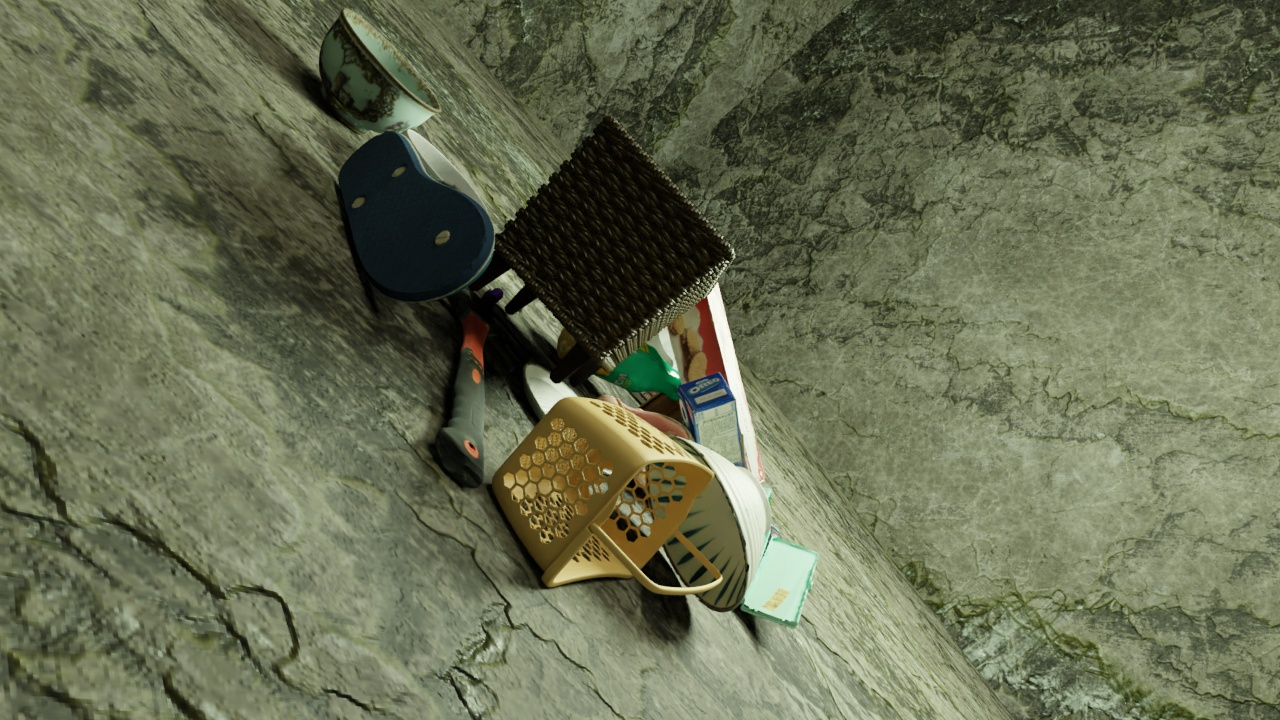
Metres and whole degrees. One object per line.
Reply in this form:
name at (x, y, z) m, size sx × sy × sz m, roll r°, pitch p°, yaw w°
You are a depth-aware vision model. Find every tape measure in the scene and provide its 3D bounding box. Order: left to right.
tape measure at (0.020, 0.041, 1.384) m, size 0.060 × 0.062 × 0.020 m, roll 46°, pitch 10°, yaw -3°

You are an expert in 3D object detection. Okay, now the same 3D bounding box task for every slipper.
slipper at (-0.210, -0.126, 0.851) m, size 0.295 × 0.118 × 0.060 m, roll 49°, pitch -5°, yaw 44°
slipper at (0.018, 0.096, 1.046) m, size 0.197 × 0.081 × 0.093 m, roll 54°, pitch 4°, yaw -40°

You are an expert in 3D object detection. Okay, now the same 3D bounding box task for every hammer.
hammer at (-0.152, 0.012, 0.816) m, size 0.133 × 0.033 × 0.332 m, roll 47°, pitch 11°, yaw -22°

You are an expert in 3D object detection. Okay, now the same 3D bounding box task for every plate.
plate at (-0.076, 0.065, 0.989) m, size 0.157 × 0.014 × 0.156 m, roll 48°, pitch 10°, yaw -11°

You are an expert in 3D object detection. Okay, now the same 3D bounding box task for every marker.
marker at (-0.176, -0.068, 1.049) m, size 0.018 × 0.015 × 0.133 m, roll 21°, pitch 12°, yaw -3°

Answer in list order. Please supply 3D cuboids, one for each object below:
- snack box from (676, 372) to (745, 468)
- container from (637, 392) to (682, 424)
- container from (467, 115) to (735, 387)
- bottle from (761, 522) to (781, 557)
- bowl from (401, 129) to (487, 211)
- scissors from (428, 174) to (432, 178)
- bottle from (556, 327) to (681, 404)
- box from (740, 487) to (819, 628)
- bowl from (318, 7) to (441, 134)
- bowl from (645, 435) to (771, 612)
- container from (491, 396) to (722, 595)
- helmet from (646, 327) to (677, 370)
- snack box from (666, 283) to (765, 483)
snack box at (0.090, 0.121, 1.104) m, size 0.059 × 0.059 × 0.227 m, roll -116°, pitch -168°, yaw -50°
container at (0.050, 0.105, 1.284) m, size 0.114 × 0.063 × 0.061 m, roll 55°, pitch 4°, yaw 28°
container at (-0.046, -0.089, 0.988) m, size 0.176 × 0.205 × 0.321 m, roll 48°, pitch -2°, yaw 2°
bottle at (0.166, 0.264, 1.203) m, size 0.056 × 0.056 × 0.160 m, roll 47°, pitch 10°, yaw -13°
bowl at (-0.247, -0.197, 1.070) m, size 0.132 × 0.064 × 0.131 m, roll 48°, pitch 8°, yaw -10°
scissors at (-0.236, -0.168, 0.972) m, size 0.121 × 0.012 × 0.128 m, roll 31°, pitch -50°, yaw 51°
bottle at (-0.007, 0.007, 1.211) m, size 0.209 × 0.068 × 0.068 m, roll 25°, pitch 21°, yaw -29°
box at (0.161, 0.230, 1.097) m, size 0.110 × 0.078 × 0.186 m, roll 24°, pitch 21°, yaw 13°
bowl at (-0.333, -0.335, 1.121) m, size 0.160 × 0.094 × 0.159 m, roll 48°, pitch 10°, yaw -12°
bowl at (0.078, 0.149, 0.900) m, size 0.177 × 0.070 × 0.177 m, roll 41°, pitch -41°, yaw 48°
container at (-0.007, 0.123, 0.745) m, size 0.167 × 0.129 × 0.183 m, roll 44°, pitch 7°, yaw 23°
helmet at (0.025, -0.094, 1.479) m, size 0.282 × 0.184 × 0.224 m, roll 77°, pitch 9°, yaw -84°
snack box at (0.093, 0.033, 1.191) m, size 0.044 × 0.077 × 0.273 m, roll -18°, pitch 96°, yaw -54°
